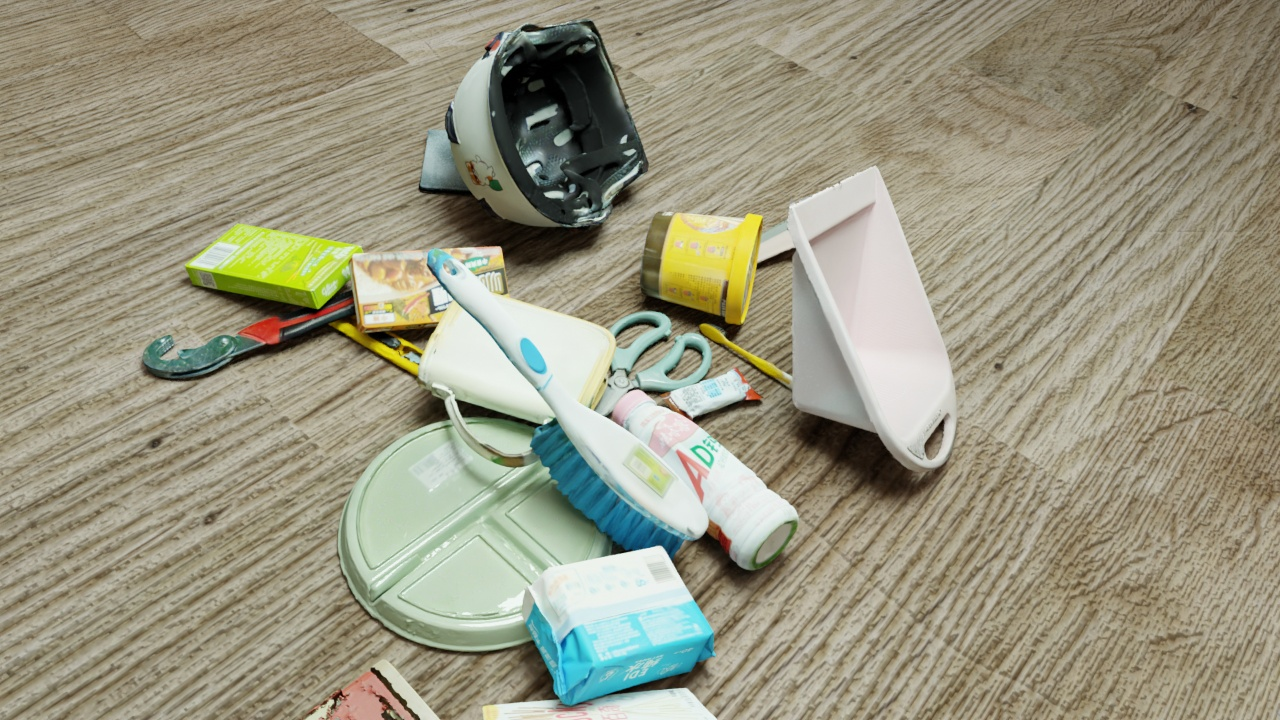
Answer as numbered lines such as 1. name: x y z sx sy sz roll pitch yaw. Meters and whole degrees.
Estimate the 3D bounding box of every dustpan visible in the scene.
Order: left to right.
1. dustpan: 0.244 -0.039 0.884 0.139 0.274 0.221 14 30 30

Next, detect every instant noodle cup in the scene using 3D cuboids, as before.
1. instant noodle cup: 0.066 -0.106 0.992 0.114 0.119 0.118 11 44 10

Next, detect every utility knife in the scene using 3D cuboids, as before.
1. utility knife: -0.240 -0.014 0.903 0.195 0.015 0.033 28 50 16

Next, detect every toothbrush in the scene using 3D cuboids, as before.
1. toothbrush: 0.142 0.010 0.959 0.191 0.016 0.018 33 40 20

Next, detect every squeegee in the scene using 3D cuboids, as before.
1. squeegee: 0.249 -0.075 1.048 0.247 0.040 0.249 -28 61 -15

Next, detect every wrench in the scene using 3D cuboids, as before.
1. wrench: -0.337 -0.038 0.893 0.272 0.016 0.056 -21 52 -21

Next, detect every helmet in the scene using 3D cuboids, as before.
1. helmet: -0.125 -0.257 1.047 0.157 0.230 0.273 -7 29 37

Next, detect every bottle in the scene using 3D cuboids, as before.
1. bottle: 0.051 0.099 0.821 0.068 0.068 0.197 -26 52 -31

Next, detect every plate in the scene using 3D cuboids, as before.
1. plate: -0.136 0.134 0.773 0.230 0.028 0.229 6 45 -6

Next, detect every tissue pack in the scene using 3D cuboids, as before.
1. tissue pack: -0.016 0.200 0.696 0.139 0.063 0.090 -3 44 -36

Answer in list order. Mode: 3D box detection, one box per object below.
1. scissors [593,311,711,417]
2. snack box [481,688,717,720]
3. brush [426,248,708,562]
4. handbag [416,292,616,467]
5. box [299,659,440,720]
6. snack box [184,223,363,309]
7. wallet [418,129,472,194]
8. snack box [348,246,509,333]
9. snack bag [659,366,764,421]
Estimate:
1. scissors: 0.015 0.018 0.924 0.132 0.019 0.185 17 47 5
2. snack box: -0.030 0.258 0.637 0.156 0.085 0.027 0 87 -12
3. brush: -0.064 0.043 0.734 0.314 0.110 0.060 42 53 -6
4. handbag: -0.121 0.026 0.841 0.163 0.063 0.178 17 44 5
5. box: -0.146 0.284 0.578 0.168 0.091 0.079 37 48 24
6. snack box: -0.368 -0.097 0.929 0.156 0.026 0.085 11 42 17
7. wallet: -0.219 -0.244 1.133 0.097 0.019 0.120 2 47 -7
8. snack box: -0.209 -0.072 0.921 0.153 0.026 0.075 -7 82 -28
9. snack bag: 0.072 0.035 0.912 0.104 0.026 0.048 -21 56 -28
